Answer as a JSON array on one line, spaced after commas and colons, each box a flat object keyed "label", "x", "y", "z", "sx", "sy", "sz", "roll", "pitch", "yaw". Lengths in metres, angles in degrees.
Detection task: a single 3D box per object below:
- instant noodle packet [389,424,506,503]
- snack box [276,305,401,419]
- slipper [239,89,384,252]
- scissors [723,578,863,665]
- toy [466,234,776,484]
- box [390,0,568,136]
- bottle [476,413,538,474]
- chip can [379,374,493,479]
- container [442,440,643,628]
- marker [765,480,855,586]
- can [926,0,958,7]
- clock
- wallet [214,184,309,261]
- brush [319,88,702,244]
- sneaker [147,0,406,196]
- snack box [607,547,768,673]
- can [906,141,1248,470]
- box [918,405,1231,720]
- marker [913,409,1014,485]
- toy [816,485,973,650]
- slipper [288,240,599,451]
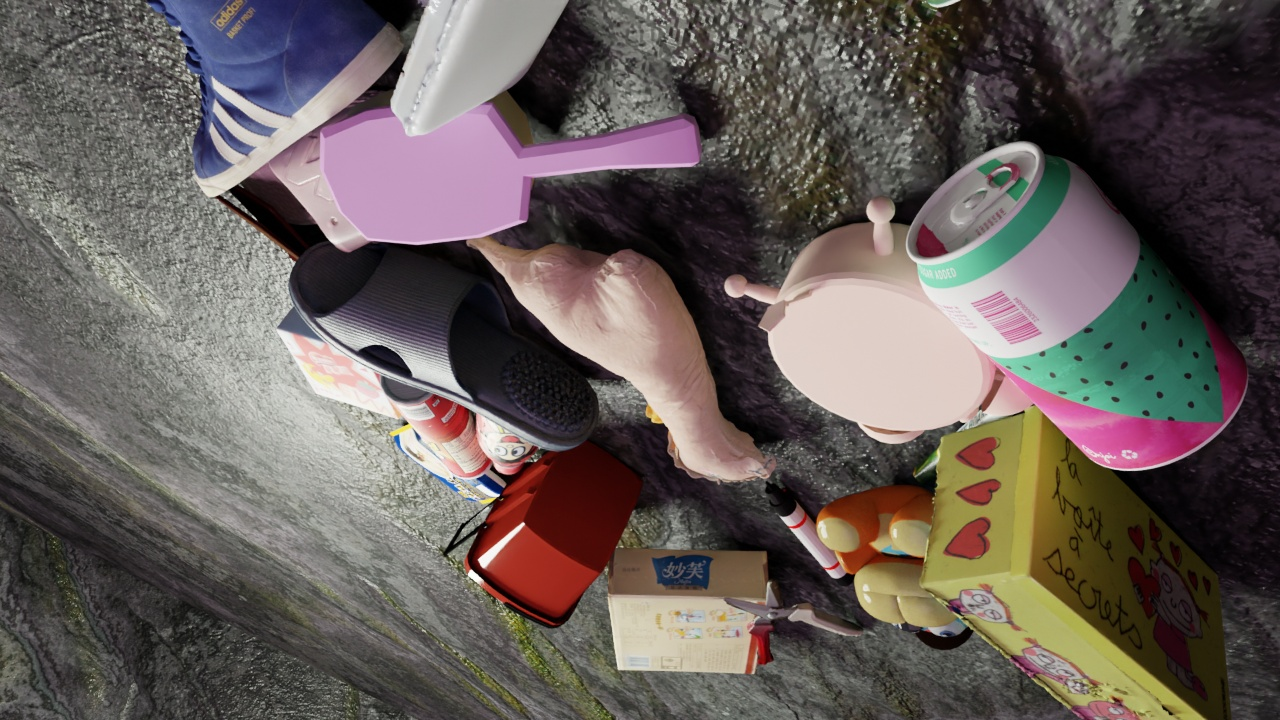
[{"label": "instant noodle packet", "x": -0.204, "y": 0.112, "z": 0.993, "sx": 0.134, "sy": 0.026, "sz": 0.087, "roll": 41, "pitch": 148, "yaw": -19}, {"label": "snack box", "x": -0.243, "y": -0.015, "z": 0.801, "sx": 0.093, "sy": 0.079, "sz": 0.095, "roll": 15, "pitch": 144, "yaw": 18}, {"label": "slipper", "x": -0.219, "y": -0.125, "z": 0.650, "sx": 0.240, "sy": 0.064, "sz": 0.094, "roll": 1, "pitch": 138, "yaw": 38}, {"label": "scissors", "x": 0.142, "y": 0.251, "z": 0.875, "sx": 0.179, "sy": 0.015, "sz": 0.197, "roll": 3, "pitch": 140, "yaw": -16}, {"label": "toy", "x": -0.004, "y": 0.004, "z": 0.683, "sx": 0.196, "sy": 0.065, "sz": 0.264, "roll": 18, "pitch": 153, "yaw": 30}, {"label": "box", "x": -0.076, "y": -0.193, "z": 0.418, "sx": 0.130, "sy": 0.105, "sz": 0.212, "roll": 36, "pitch": 146, "yaw": -5}, {"label": "bottle", "x": -0.117, "y": 0.060, "z": 0.829, "sx": 0.062, "sy": 0.061, "sz": 0.138, "roll": 23, "pitch": 146, "yaw": 7}, {"label": "chip can", "x": -0.177, "y": 0.053, "z": 0.826, "sx": 0.052, "sy": 0.051, "sz": 0.215, "roll": 21, "pitch": 160, "yaw": 11}, {"label": "container", "x": -0.098, "y": 0.172, "z": 0.889, "sx": 0.127, "sy": 0.147, "sz": 0.201, "roll": 35, "pitch": 137, "yaw": -8}, {"label": "marker", "x": 0.145, "y": 0.149, "z": 0.797, "sx": 0.019, "sy": 0.019, "sz": 0.145, "roll": -10, "pitch": 132, "yaw": 43}, {"label": "can", "x": 0.095, "y": -0.193, "z": 0.327, "sx": 0.121, "sy": 0.067, "sz": 0.067, "roll": 40, "pitch": 145, "yaw": -18}, {"label": "clock", "x": 0.142, "y": -0.008, "z": 0.537, "sx": 0.160, "sy": 0.086, "sz": 0.131, "roll": 35, "pitch": 147, "yaw": -22}, {"label": "wallet", "x": -0.288, "y": -0.098, "z": 0.739, "sx": 0.091, "sy": 0.018, "sz": 0.115, "roll": 30, "pitch": 166, "yaw": 30}, {"label": "brush", "x": -0.076, "y": -0.124, "z": 0.549, "sx": 0.229, "sy": 0.043, "sz": 0.089, "roll": -5, "pitch": 128, "yaw": 12}, {"label": "sneaker", "x": -0.261, "y": -0.189, "z": 0.567, "sx": 0.234, "sy": 0.091, "sz": 0.118, "roll": -10, "pitch": 136, "yaw": 42}, {"label": "snack box", "x": 0.048, "y": 0.261, "z": 0.943, "sx": 0.153, "sy": 0.055, "sz": 0.208, "roll": 1, "pitch": 143, "yaw": 3}, {"label": "can", "x": 0.213, "y": -0.023, "z": 0.451, "sx": 0.166, "sy": 0.088, "sz": 0.088, "roll": 40, "pitch": 145, "yaw": -17}, {"label": "box", "x": 0.279, "y": 0.140, "z": 0.582, "sx": 0.221, "sy": 0.124, "sz": 0.083, "roll": 41, "pitch": 140, "yaw": -23}, {"label": "marker", "x": 0.221, "y": 0.046, "z": 0.606, "sx": 0.017, "sy": 0.017, "sz": 0.147, "roll": 27, "pitch": 146, "yaw": 2}, {"label": "toy", "x": 0.214, "y": 0.159, "z": 0.707, "sx": 0.112, "sy": 0.096, "sz": 0.176, "roll": -8, "pitch": 144, "yaw": 41}, {"label": "slipper", "x": -0.134, "y": -0.024, "z": 0.707, "sx": 0.263, "sy": 0.101, "sz": 0.083, "roll": 31, "pitch": 140, "yaw": -15}]
